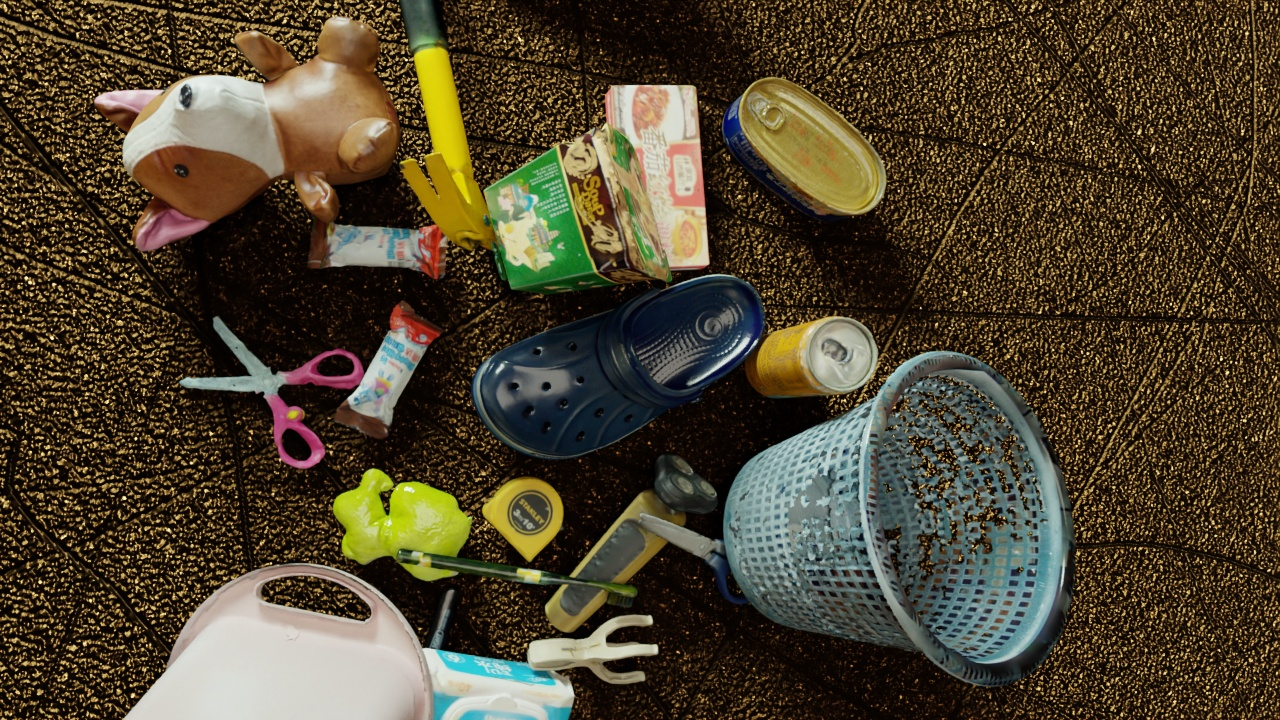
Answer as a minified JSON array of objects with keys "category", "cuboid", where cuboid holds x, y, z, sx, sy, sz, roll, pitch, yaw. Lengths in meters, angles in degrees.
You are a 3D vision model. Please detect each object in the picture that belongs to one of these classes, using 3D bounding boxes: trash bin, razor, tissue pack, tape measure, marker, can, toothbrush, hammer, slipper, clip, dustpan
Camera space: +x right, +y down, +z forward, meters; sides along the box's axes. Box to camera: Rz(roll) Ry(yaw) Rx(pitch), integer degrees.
[{"category":"trash bin","cuboid":[0.177,0.125,0.699,0.226,0.196,0.226,11,70,-33]},{"category":"razor","cuboid":[-0.012,0.150,0.739,0.062,0.067,0.167,43,86,12]},{"category":"tissue pack","cuboid":[-0.122,0.277,0.696,0.140,0.063,0.090,17,86,-24]},{"category":"tape measure","cuboid":[-0.091,0.122,0.733,0.057,0.029,0.060,-44,99,-10]},{"category":"marker","cuboid":[-0.166,0.238,0.718,0.018,0.015,0.124,19,85,-18]},{"category":"can","cuboid":[0.131,0.000,0.731,0.058,0.146,0.058,1,86,-11]},{"category":"toothbrush","cuboid":[-0.094,0.167,0.703,0.185,0.012,0.017,11,111,-8]},{"category":"hammer","cuboid":[-0.157,-0.231,0.685,0.033,0.128,0.300,-13,86,11]},{"category":"slipper","cuboid":[-0.004,0.004,0.726,0.252,0.095,0.105,-23,92,-18]},{"category":"can","cuboid":[0.140,-0.178,0.787,0.148,0.049,0.074,35,81,-12]},{"category":"clip","cuboid":[-0.029,0.224,0.722,0.101,0.096,0.035,24,39,-32]},{"category":"dustpan","cuboid":[-0.250,0.297,0.658,0.222,0.138,0.274,10,113,8]}]

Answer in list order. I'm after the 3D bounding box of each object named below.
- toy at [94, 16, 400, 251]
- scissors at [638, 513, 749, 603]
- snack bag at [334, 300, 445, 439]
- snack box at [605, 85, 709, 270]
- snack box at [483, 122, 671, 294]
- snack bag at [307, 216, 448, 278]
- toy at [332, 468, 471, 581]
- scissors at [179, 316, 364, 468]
[{"category":"toy","cuboid":[-0.272,-0.160,0.647,0.199,0.130,0.140,-15,77,-5]},{"category":"scissors","cuboid":[0.049,0.162,0.738,0.174,0.012,0.105,1,101,-41]},{"category":"snack bag","cuboid":[-0.193,0.008,0.708,0.045,0.026,0.105,33,80,-35]},{"category":"snack box","cuboid":[0.014,-0.151,0.766,0.075,0.025,0.153,-4,90,-14]},{"category":"snack box","cuboid":[-0.050,-0.104,0.699,0.106,0.117,0.118,-16,87,14]},{"category":"snack bag","cuboid":[-0.201,-0.088,0.709,0.104,0.026,0.048,6,76,-15]},{"category":"toy","cuboid":[-0.181,0.127,0.708,0.100,0.031,0.097,-12,95,-11]},{"category":"scissors","cuboid":[-0.273,0.015,0.695,0.125,0.017,0.133,-39,95,-10]}]
